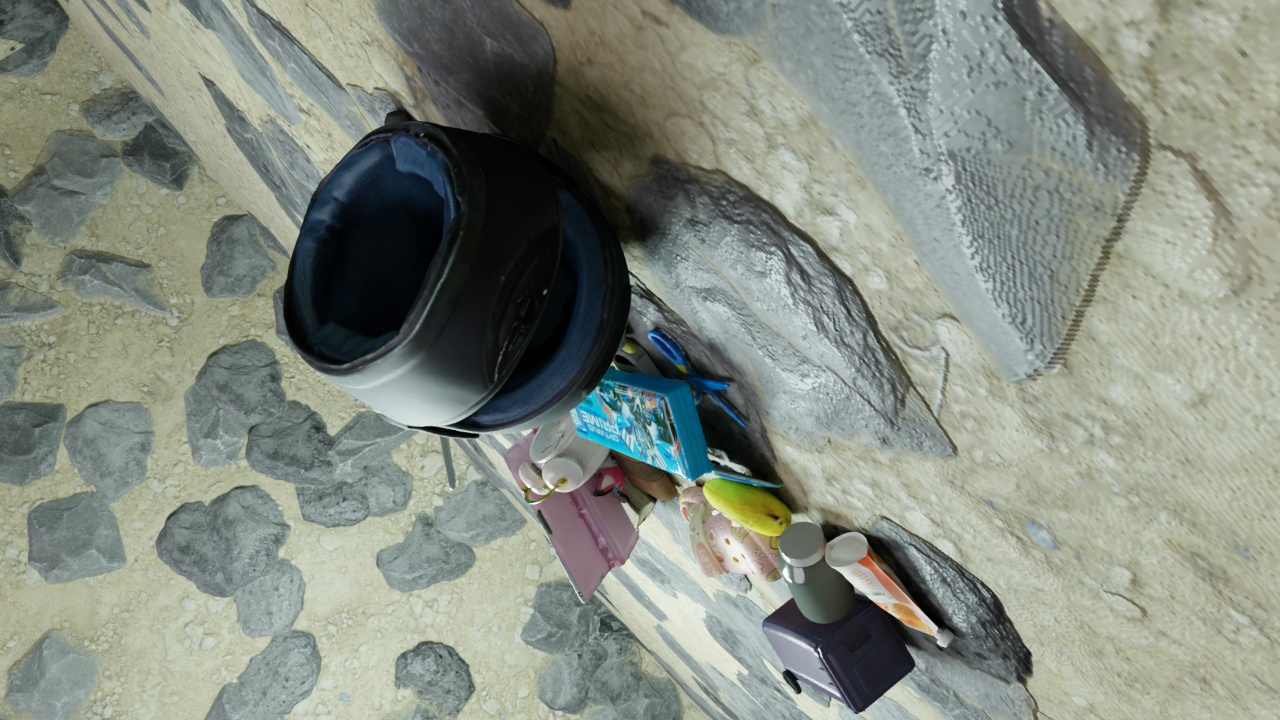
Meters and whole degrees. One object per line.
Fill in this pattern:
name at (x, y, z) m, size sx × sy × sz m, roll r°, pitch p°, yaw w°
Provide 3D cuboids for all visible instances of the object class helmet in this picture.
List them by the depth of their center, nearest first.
helmet at (-0.123, -0.054, 0.730) m, size 0.235 × 0.249 × 0.317 m, roll 24°, pitch 176°, yaw -38°

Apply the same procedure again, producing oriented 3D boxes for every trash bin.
trash bin at (0.204, 0.300, 0.960) m, size 0.092 × 0.093 × 0.161 m, roll 58°, pitch 164°, yaw -4°

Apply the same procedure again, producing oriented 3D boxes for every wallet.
wallet at (-0.005, 0.135, 1.211) m, size 0.098 × 0.026 × 0.121 m, roll 56°, pitch 162°, yaw -15°

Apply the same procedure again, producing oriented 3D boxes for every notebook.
notebook at (-0.067, 0.176, 1.428) m, size 0.215 × 0.034 × 0.190 m, roll 44°, pitch 162°, yaw 12°

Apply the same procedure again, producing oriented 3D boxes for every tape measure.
tape measure at (-0.006, 0.006, 0.941) m, size 0.064 × 0.016 × 0.065 m, roll 54°, pitch 162°, yaw -20°

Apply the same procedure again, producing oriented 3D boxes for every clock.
clock at (-0.095, 0.116, 1.150) m, size 0.059 × 0.157 × 0.117 m, roll 40°, pitch 152°, yaw -22°

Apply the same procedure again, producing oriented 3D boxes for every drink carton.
drink carton at (0.223, 0.209, 0.823) m, size 0.122 × 0.038 × 0.069 m, roll 45°, pitch 164°, yaw -14°

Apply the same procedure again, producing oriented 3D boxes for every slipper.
slipper at (0.090, 0.203, 1.040) m, size 0.093 × 0.081 × 0.197 m, roll 57°, pitch 163°, yaw -25°

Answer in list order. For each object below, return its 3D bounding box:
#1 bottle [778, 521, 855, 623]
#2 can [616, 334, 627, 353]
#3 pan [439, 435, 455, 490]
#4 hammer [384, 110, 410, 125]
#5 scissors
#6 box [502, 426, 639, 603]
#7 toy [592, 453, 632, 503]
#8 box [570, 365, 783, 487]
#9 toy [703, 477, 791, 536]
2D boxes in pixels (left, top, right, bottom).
bottle at (0.169, 0.204, 0.887) m, size 0.060 × 0.060 × 0.108 m, roll 29°, pitch 155°, yaw 46°
can at (-0.060, -0.046, 0.897) m, size 0.101 × 0.053 × 0.053 m, roll 52°, pitch 162°, yaw -14°
pan at (-0.224, -0.017, 0.977) m, size 0.200 × 0.051 × 0.357 m, roll -111°, pitch 9°, yaw -65°
hammer at (-0.230, -0.130, 1.045) m, size 0.125 × 0.029 × 0.311 m, roll 23°, pitch 136°, yaw 41°
scissors at (0.050, 0.022, 0.851) m, size 0.125 × 0.015 × 0.127 m, roll 44°, pitch 166°, yaw 14°
box at (-0.087, 0.188, 1.250) m, size 0.232 × 0.039 × 0.178 m, roll 62°, pitch -155°, yaw -9°
toy at (-0.042, 0.147, 1.285) m, size 0.065 × 0.050 × 0.102 m, roll 31°, pitch -146°, yaw -49°
box at (0.009, 0.079, 0.935) m, size 0.170 × 0.071 × 0.244 m, roll 46°, pitch 164°, yaw -25°
toy at (0.106, 0.142, 0.909) m, size 0.095 × 0.041 × 0.094 m, roll 28°, pitch 177°, yaw -32°
